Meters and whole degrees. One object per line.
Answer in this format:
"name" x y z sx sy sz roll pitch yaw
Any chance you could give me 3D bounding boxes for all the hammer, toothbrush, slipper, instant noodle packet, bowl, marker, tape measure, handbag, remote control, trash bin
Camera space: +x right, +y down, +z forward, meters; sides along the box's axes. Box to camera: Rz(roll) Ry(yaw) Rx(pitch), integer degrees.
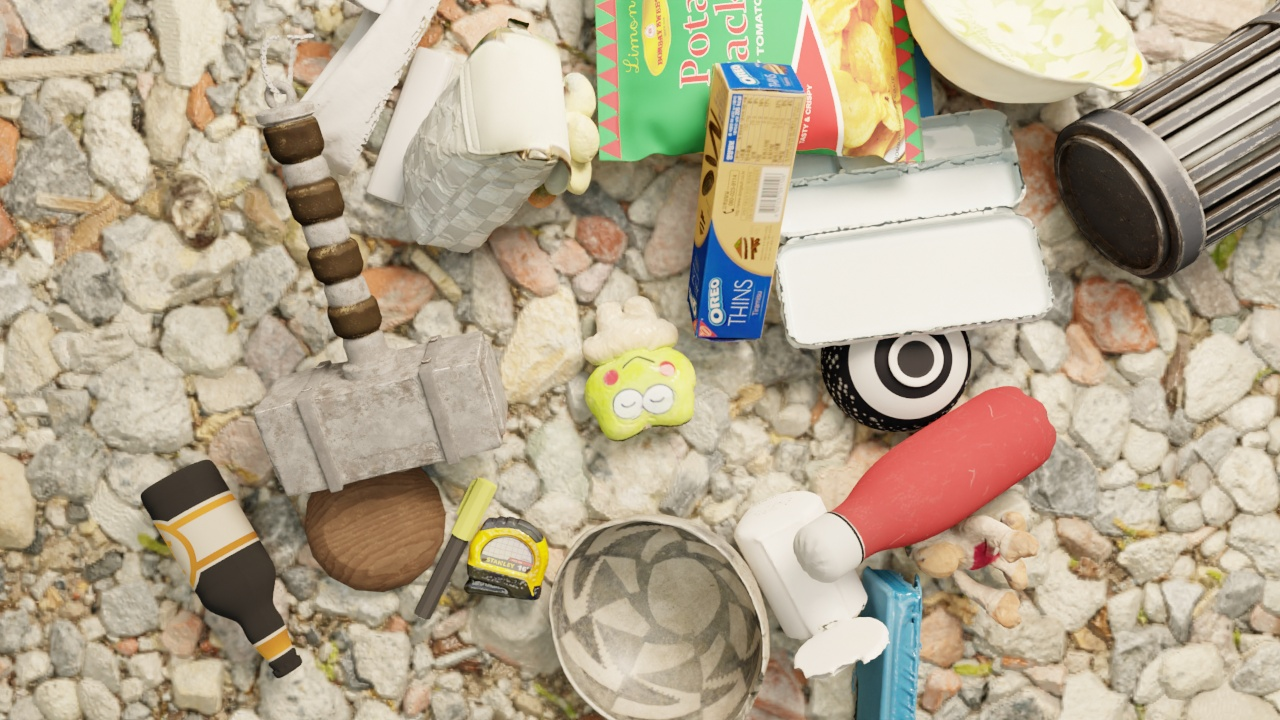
"hammer" -0.221 -0.065 0.671 0.177 0.079 0.326 -13 112 -1
"toothbrush" 0.239 -0.180 0.767 0.016 0.014 0.166 -4 86 1
"slipper" -0.204 -0.269 0.720 0.074 0.112 0.247 27 94 -41
"instant noodle packet" 0.092 -0.247 0.718 0.252 0.090 0.195 -1 79 -5
"bowl" 0.281 -0.261 0.716 0.219 0.060 0.187 44 56 13
"bowl" -0.220 0.134 0.750 0.118 0.030 0.118 0 90 -1
"marker" -0.155 0.155 0.758 0.021 0.017 0.124 27 91 32
"tape measure" -0.107 0.159 0.748 0.065 0.037 0.064 6 90 -3
"handbag" -0.106 -0.156 0.700 0.123 0.172 0.112 4 67 -39
"remote control" -0.191 -0.193 0.758 0.033 0.012 0.131 20 90 -1
"bowl" 0.211 -0.001 0.738 0.120 0.066 0.120 0 90 -1
"bowl" 0.022 0.199 0.723 0.179 0.081 0.178 3 98 20
"trash bin" 0.455 -0.175 0.699 0.227 0.164 0.164 -31 91 3

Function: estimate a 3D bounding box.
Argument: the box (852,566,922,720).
"box" 0.203 0.287 0.727 0.052 0.093 0.231 3 89 -1

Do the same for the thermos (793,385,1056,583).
"thermos" 0.212 0.096 0.693 0.239 0.073 0.073 -25 90 -26

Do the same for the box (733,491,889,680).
"box" 0.126 0.164 0.697 0.080 0.150 0.106 -27 93 1

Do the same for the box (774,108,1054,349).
"box" 0.205 -0.105 0.726 0.209 0.037 0.188 -9 75 4

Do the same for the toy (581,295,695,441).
"toy" -0.004 0.004 0.747 0.092 0.046 0.115 -13 82 2

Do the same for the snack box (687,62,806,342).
"snack box" 0.073 -0.112 0.686 0.057 0.056 0.207 1 127 -6

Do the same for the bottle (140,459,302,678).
"bottle" -0.326 0.171 0.734 0.059 0.059 0.181 -30 91 -1

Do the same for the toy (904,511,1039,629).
"toy" 0.260 0.150 0.735 0.106 0.074 0.085 14 126 26
